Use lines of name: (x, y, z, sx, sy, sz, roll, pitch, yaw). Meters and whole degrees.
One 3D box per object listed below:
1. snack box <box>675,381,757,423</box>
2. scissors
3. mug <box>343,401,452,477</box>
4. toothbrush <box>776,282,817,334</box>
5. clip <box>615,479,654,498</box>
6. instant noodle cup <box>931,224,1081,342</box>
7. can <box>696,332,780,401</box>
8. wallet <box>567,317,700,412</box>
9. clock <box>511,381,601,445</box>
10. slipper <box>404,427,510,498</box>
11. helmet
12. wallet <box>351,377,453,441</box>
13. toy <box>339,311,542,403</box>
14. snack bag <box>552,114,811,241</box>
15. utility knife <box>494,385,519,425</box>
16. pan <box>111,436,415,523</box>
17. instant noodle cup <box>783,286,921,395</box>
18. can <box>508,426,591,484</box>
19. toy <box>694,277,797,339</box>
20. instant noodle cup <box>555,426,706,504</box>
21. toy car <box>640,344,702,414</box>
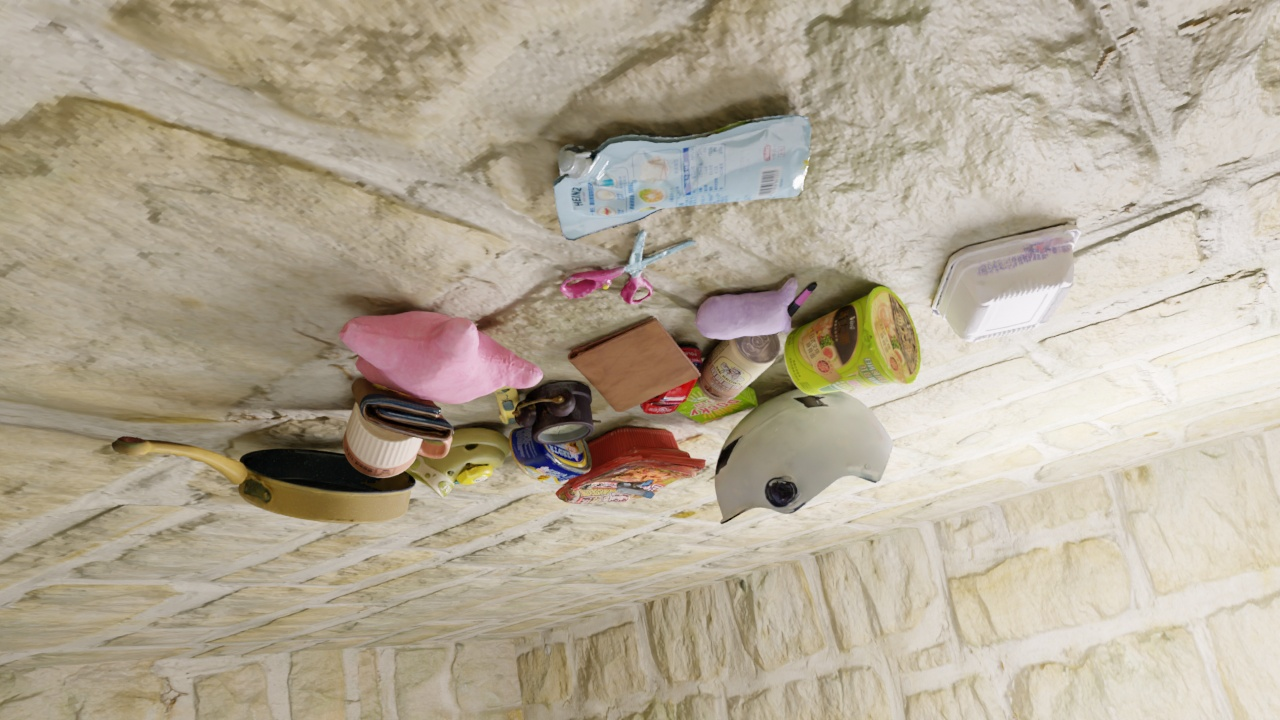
snack box: (0.088, 0.046, 1.203, 0.086, 0.026, 0.156, -19, 158, 21)
scissors: (-0.007, -0.081, 0.850, 0.133, 0.017, 0.131, -22, 155, 16)
mug: (-0.265, 0.078, 1.014, 0.114, 0.081, 0.106, 19, 148, -14)
toothbrush: (0.158, -0.037, 1.040, 0.014, 0.017, 0.190, -2, 156, -18)
clip: (-0.008, 0.181, 1.299, 0.058, 0.045, 0.027, 9, 151, -17)
instant noodle cup: (0.404, -0.075, 1.011, 0.138, 0.060, 0.173, -13, 157, 5)
can: (0.111, 0.002, 1.056, 0.058, 0.058, 0.117, -3, 157, -21)
wallet: (-0.006, 0.006, 1.014, 0.115, 0.020, 0.101, -23, 131, 21)
clock: (-0.103, 0.062, 1.107, 0.082, 0.055, 0.122, -19, 156, 21)
slipper: (-0.261, 0.141, 1.198, 0.190, 0.081, 0.092, -8, 161, -1)
helmet: (0.208, 0.119, 1.264, 0.259, 0.146, 0.228, -21, 175, 16)
wallet: (-0.237, 0.047, 0.906, 0.090, 0.033, 0.115, 18, -179, -24)
toy: (-0.207, -0.003, 0.871, 0.179, 0.074, 0.194, -7, 159, 23)
snack bag: (0.028, -0.139, 0.690, 0.191, 0.038, 0.110, -9, 164, -2)
utility knife: (-0.161, 0.045, 1.098, 0.031, 0.020, 0.188, -15, 155, -8)
pan: (-0.402, 0.122, 1.002, 0.198, 0.078, 0.356, 12, -177, 31)
instant noodle cup: (0.232, -0.012, 1.032, 0.124, 0.111, 0.111, -20, 159, 40)
can: (-0.118, 0.121, 1.226, 0.049, 0.074, 0.148, -22, 158, 16)
toy: (0.110, -0.049, 0.956, 0.108, 0.038, 0.084, -6, 141, -5)
instant noodle cup: (-0.017, 0.153, 1.348, 0.164, 0.079, 0.189, 10, 151, -44)
toy car: (0.035, 0.028, 1.086, 0.053, 0.045, 0.121, 2, 146, -19)
